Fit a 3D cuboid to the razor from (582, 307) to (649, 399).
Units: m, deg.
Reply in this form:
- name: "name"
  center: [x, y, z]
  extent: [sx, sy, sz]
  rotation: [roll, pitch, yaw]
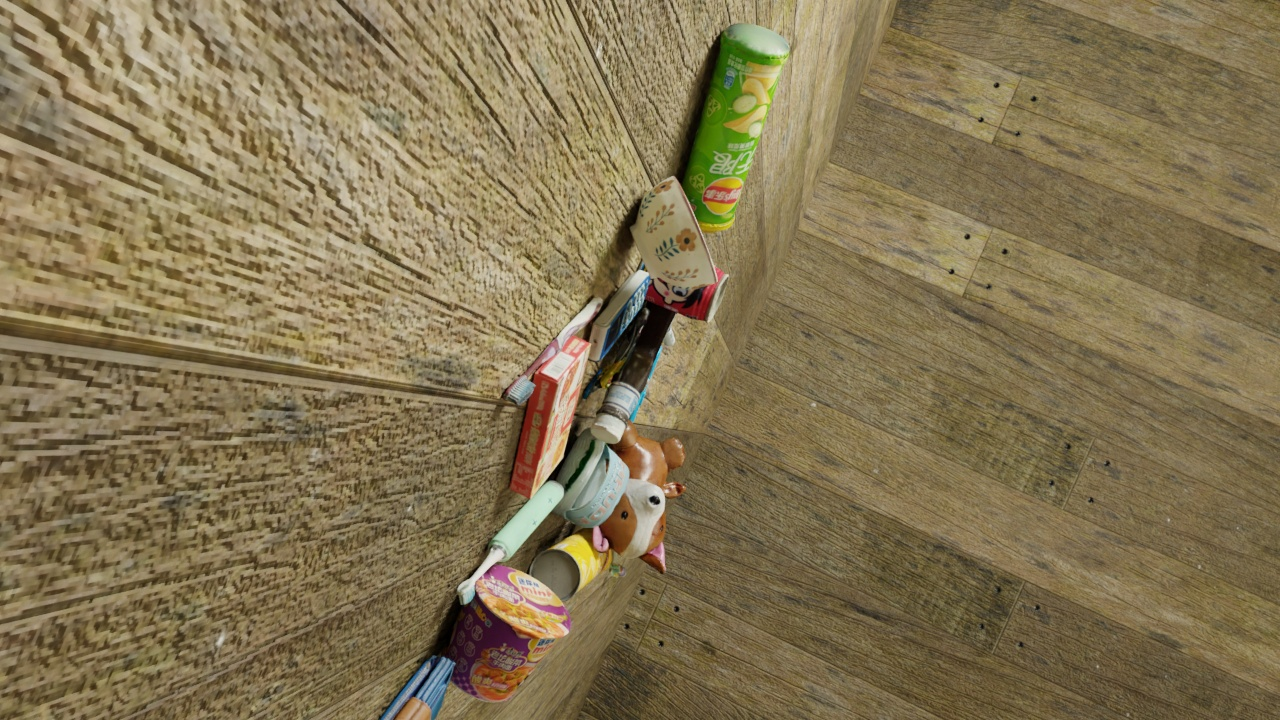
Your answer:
- name: "razor"
  center: [-0.021, -0.008, 1.001]
  extent: [0.143, 0.022, 0.042]
  rotation: [-55, -177, 42]

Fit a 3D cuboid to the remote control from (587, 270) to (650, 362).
- name: "remote control"
  center: [-0.023, -0.050, 0.968]
  extent: [0.124, 0.024, 0.049]
  rotation: [-56, 166, -50]

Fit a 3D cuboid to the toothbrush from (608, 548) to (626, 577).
- name: "toothbrush"
  center: [-0.037, 0.225, 1.348]
  extent: [0.020, 0.029, 0.189]
  rotation: [-38, -137, 40]

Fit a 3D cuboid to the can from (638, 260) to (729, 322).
- name: "can"
  center: [0.047, -0.088, 1.044]
  extent: [0.067, 0.094, 0.066]
  rotation: [90, 25, -67]

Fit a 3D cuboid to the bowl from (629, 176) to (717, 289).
- name: "bowl"
  center: [0.027, -0.118, 0.907]
  extent: [0.062, 0.113, 0.113]
  rotation: [-23, 170, 4]

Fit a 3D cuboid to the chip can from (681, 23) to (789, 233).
- name: "chip can"
  center: [0.095, -0.247, 0.987]
  extent: [0.072, 0.072, 0.222]
  rotation: [-54, 165, -49]

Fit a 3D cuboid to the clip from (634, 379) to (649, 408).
- name: "clip"
  center: [-0.004, 0.017, 1.175]
  extent: [0.080, 0.034, 0.105]
  rotation: [-60, 175, -40]

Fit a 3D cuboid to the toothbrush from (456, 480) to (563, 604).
- name: "toothbrush"
  center: [-0.131, 0.180, 0.939]
  extent: [0.224, 0.026, 0.027]
  rotation: [-45, 128, -65]

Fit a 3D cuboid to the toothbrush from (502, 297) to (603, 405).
- name: "toothbrush"
  center: [-0.071, -0.012, 0.821]
  extent: [0.187, 0.017, 0.016]
  rotation: [-52, 164, -52]

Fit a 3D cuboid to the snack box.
- name: "snack box"
  center: [-0.087, 0.055, 0.878]
  extent: [0.075, 0.025, 0.153]
  rotation: [-52, 163, -52]

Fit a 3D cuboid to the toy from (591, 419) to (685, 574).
- name: "toy"
  center: [-0.001, 0.193, 1.302]
  extent: [0.131, 0.140, 0.199]
  rotation: [-42, -150, 57]

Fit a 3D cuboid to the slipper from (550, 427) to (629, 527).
- name: "slipper"
  center: [-0.059, 0.162, 1.143]
  extent: [0.104, 0.074, 0.246]
  rotation: [-62, 171, -17]

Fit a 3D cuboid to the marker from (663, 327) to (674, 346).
- name: "marker"
  center: [0.037, -0.040, 1.339]
  extent: [0.022, 0.018, 0.131]
  rotation: [-56, 169, -7]

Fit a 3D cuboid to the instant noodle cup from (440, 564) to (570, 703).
- name: "instant noodle cup"
  center: [-0.141, 0.275, 0.914]
  extent: [0.099, 0.111, 0.111]
  rotation: [-57, 172, 9]

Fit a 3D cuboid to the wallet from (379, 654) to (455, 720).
- name: "wallet"
  center: [-0.219, 0.346, 0.844]
  extent: [0.132, 0.040, 0.107]
  rotation: [-56, 171, -49]

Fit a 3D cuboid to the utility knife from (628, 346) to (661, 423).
- name: "utility knife"
  center: [-0.008, 0.065, 1.355]
  extent: [0.034, 0.018, 0.207]
  rotation: [-53, 165, -56]

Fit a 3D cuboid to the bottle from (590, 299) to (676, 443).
- name: "bottle"
  center: [-0.006, 0.006, 1.073]
  extent: [0.080, 0.044, 0.194]
  rotation: [123, -9, -63]

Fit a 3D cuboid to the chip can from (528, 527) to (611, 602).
- name: "chip can"
  center: [-0.090, 0.277, 1.261]
  extent: [0.072, 0.072, 0.213]
  rotation: [-66, 170, 1]
